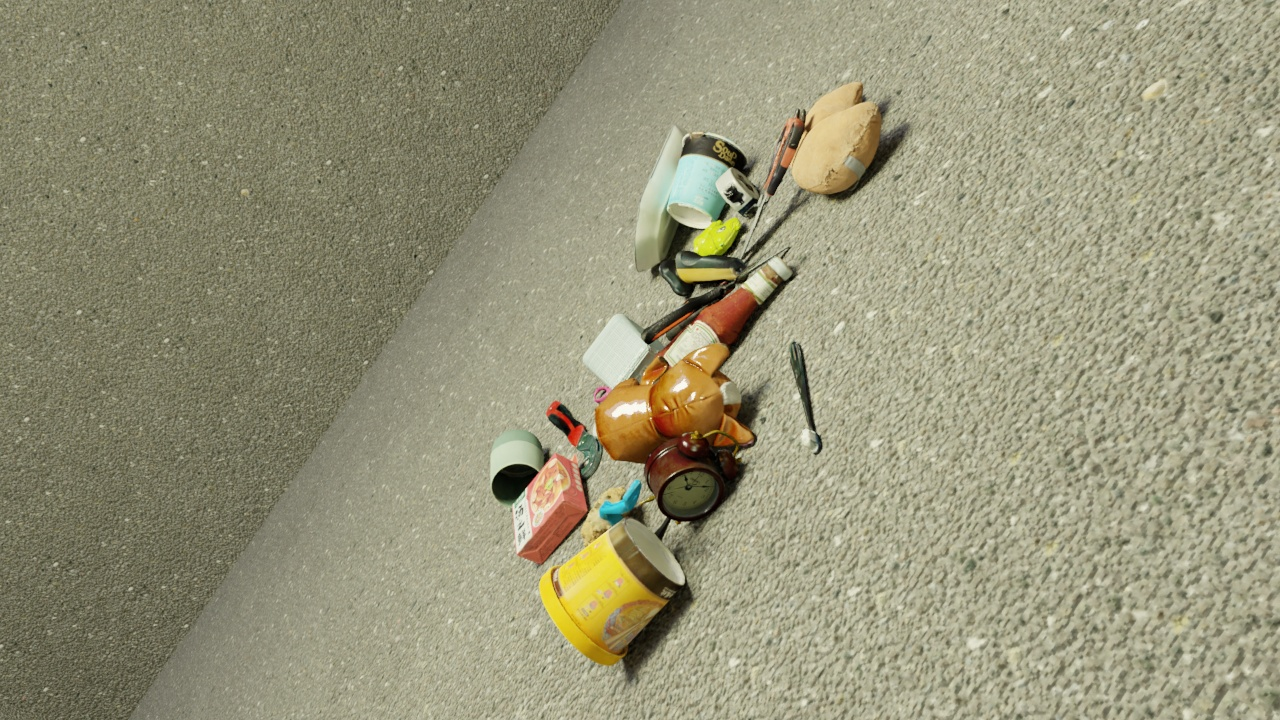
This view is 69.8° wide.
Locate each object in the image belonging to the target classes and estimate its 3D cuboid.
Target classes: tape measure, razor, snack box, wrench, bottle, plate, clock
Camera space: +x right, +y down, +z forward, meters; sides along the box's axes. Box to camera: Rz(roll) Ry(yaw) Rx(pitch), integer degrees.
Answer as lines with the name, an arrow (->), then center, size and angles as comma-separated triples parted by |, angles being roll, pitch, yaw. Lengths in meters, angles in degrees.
tape measure -> 0.142, -0.247, 1.333 | 0.034, 0.066, 0.065 | -42, 26, 25
razor -> 0.091, -0.123, 1.297 | 0.168, 0.062, 0.067 | 8, 95, 59
snack box -> -0.129, 0.197, 1.271 | 0.113, 0.044, 0.127 | -51, 28, 20
wrench -> -0.105, 0.110, 1.397 | 0.056, 0.016, 0.273 | -54, 24, 3
bottle -> 0.106, -0.050, 1.154 | 0.206, 0.060, 0.059 | -44, 25, 9
plate -> 0.045, -0.263, 1.500 | 0.162, 0.034, 0.265 | 84, -157, -55
clock -> 0.056, 0.120, 0.990 | 0.122, 0.082, 0.055 | -48, 28, 18

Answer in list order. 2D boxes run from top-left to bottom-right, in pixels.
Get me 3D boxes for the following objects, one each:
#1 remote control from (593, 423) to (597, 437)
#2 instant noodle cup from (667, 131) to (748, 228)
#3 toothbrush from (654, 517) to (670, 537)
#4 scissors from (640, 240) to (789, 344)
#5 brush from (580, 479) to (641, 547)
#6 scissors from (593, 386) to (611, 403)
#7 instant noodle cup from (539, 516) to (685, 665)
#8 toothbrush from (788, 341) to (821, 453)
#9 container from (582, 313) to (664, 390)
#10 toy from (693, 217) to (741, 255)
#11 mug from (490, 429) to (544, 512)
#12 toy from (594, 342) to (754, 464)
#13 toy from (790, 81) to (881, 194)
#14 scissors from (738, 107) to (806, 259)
remote control -> -0.028, 0.090, 1.263 | 0.125, 0.024, 0.049 | 5, 69, 61
instant noodle cup -> 0.095, -0.274, 1.424 | 0.111, 0.111, 0.120 | -3, 62, 62
toothbrush -> 0.005, 0.220, 1.038 | 0.014, 0.016, 0.188 | -2, 58, 62
scissors -> 0.091, -0.082, 1.190 | 0.220, 0.021, 0.228 | -31, -9, -22
brush -> -0.027, 0.167, 1.028 | 0.083, 0.046, 0.255 | -52, -2, -19
scissors -> -0.029, 0.035, 1.353 | 0.135, 0.017, 0.133 | -13, 51, 52
instant noodle cup -> -0.025, 0.235, 0.960 | 0.114, 0.118, 0.118 | -44, 24, 7
toothbrush -> 0.170, 0.033, 0.971 | 0.016, 0.018, 0.180 | -45, 23, 29
container -> -0.007, 0.007, 1.246 | 0.090, 0.090, 0.111 | -53, 31, 5
toy -> 0.110, -0.176, 1.347 | 0.097, 0.031, 0.100 | -47, 20, 18
mug -> -0.190, 0.174, 1.408 | 0.106, 0.082, 0.112 | -107, 24, -61
toy -> 0.044, 0.060, 1.075 | 0.130, 0.140, 0.200 | -19, -6, -44
toy -> 0.247, -0.292, 1.188 | 0.144, 0.082, 0.225 | -47, 19, 26
scissors -> 0.172, -0.232, 1.224 | 0.205, 0.015, 0.198 | 122, 165, -69
